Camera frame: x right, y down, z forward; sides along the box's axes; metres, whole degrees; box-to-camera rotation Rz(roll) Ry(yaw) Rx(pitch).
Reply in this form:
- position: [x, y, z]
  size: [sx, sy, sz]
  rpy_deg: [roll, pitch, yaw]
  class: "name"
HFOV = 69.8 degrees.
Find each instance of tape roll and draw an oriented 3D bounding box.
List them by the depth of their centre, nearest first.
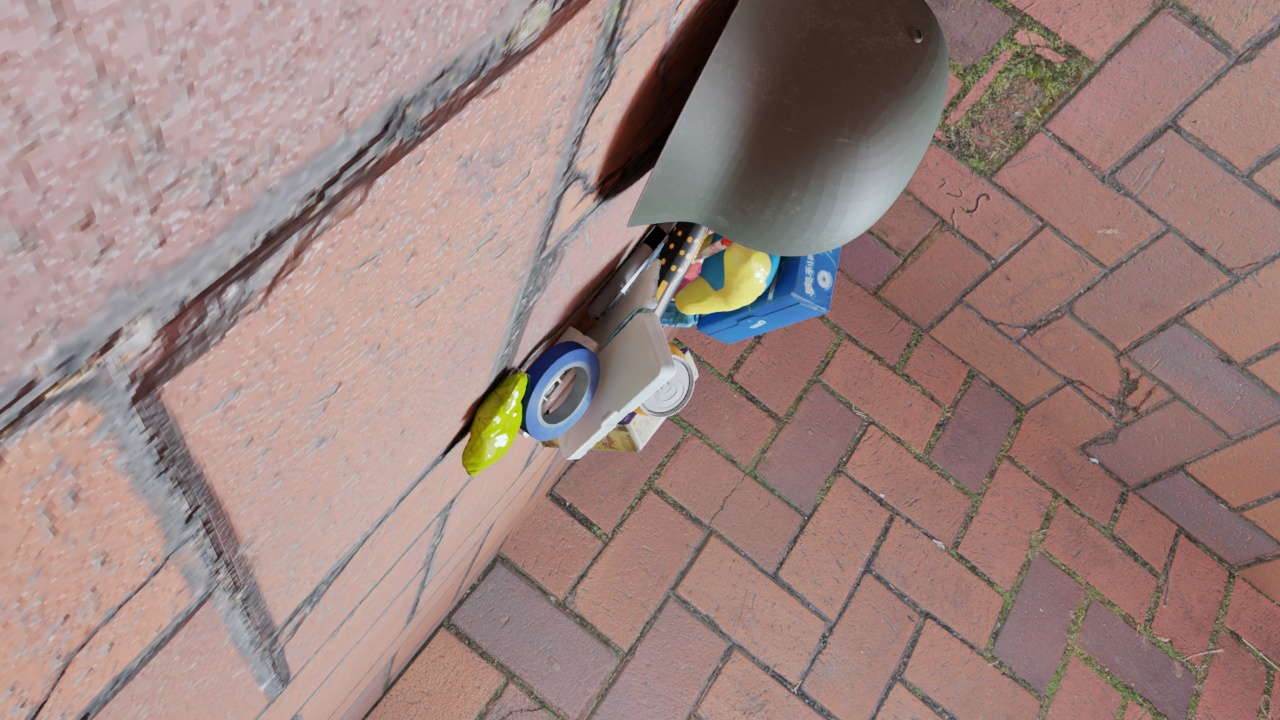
- position: [-0.075, 0.028, 0.833]
  size: [0.092, 0.016, 0.091]
  rpy_deg: [-30, 138, -39]
  class: "tape roll"

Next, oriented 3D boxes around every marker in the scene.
- position: [-0.005, -0.099, 0.917]
  size: [0.140, 0.016, 0.016]
  rpy_deg: [-51, 177, -12]
  class: "marker"
- position: [0.048, -0.103, 0.959]
  size: [0.012, 0.013, 0.142]
  rpy_deg: [-50, -163, -32]
  class: "marker"
- position: [-0.001, -0.102, 0.992]
  size: [0.152, 0.011, 0.011]
  rpy_deg: [-52, 177, -13]
  class: "marker"

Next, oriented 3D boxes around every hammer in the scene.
- position: [0.075, -0.170, 0.895]
  size: [0.321, 0.036, 0.123]
  rpy_deg: [-60, 180, 18]
  class: "hammer"

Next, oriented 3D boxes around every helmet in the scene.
- position: [0.120, -0.172, 0.626]
  size: [0.267, 0.154, 0.228]
  rpy_deg: [-64, -177, -29]
  class: "helmet"

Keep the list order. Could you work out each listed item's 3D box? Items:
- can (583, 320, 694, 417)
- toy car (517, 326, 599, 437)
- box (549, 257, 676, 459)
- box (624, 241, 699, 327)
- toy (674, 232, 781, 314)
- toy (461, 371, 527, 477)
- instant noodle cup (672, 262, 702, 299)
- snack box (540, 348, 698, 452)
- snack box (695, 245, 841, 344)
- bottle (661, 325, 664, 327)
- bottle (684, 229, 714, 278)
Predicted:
- position: [-0.006, 0.006, 0.974]
  size: [0.079, 0.079, 0.142]
  rpy_deg: [-52, -149, -3]
  class: "can"
- position: [-0.088, 0.016, 0.860]
  size: [0.113, 0.039, 0.039]
  rpy_deg: [-52, 156, -11]
  class: "toy car"
- position: [-0.034, 0.003, 0.902]
  size: [0.198, 0.049, 0.136]
  rpy_deg: [-42, -139, 46]
  class: "box"
- position: [0.031, -0.098, 1.135]
  size: [0.231, 0.094, 0.102]
  rpy_deg: [-28, 127, -81]
  class: "box"
- position: [0.116, -0.156, 0.993]
  size: [0.149, 0.084, 0.213]
  rpy_deg: [-30, -138, 58]
  class: "toy"
- position: [-0.121, 0.052, 0.771]
  size: [0.094, 0.036, 0.094]
  rpy_deg: [-58, 174, -16]
  class: "toy"
- position: [0.087, -0.130, 1.327]
  size: [0.108, 0.098, 0.097]
  rpy_deg: [-61, 176, 5]
  class: "instant noodle cup"
- position: [-0.029, 0.044, 1.060]
  size: [0.148, 0.040, 0.143]
  rpy_deg: [-1, -145, 37]
  class: "snack box"
- position: [0.159, -0.152, 1.070]
  size: [0.196, 0.056, 0.238]
  rpy_deg: [-18, -126, 61]
  class: "snack box"
- position: [-0.036, 0.011, 1.242]
  size: [0.206, 0.071, 0.072]
  rpy_deg: [-50, 177, -28]
  class: "bottle"
- position: [0.083, -0.164, 1.248]
  size: [0.109, 0.044, 0.044]
  rpy_deg: [-54, 176, 26]
  class: "bottle"
